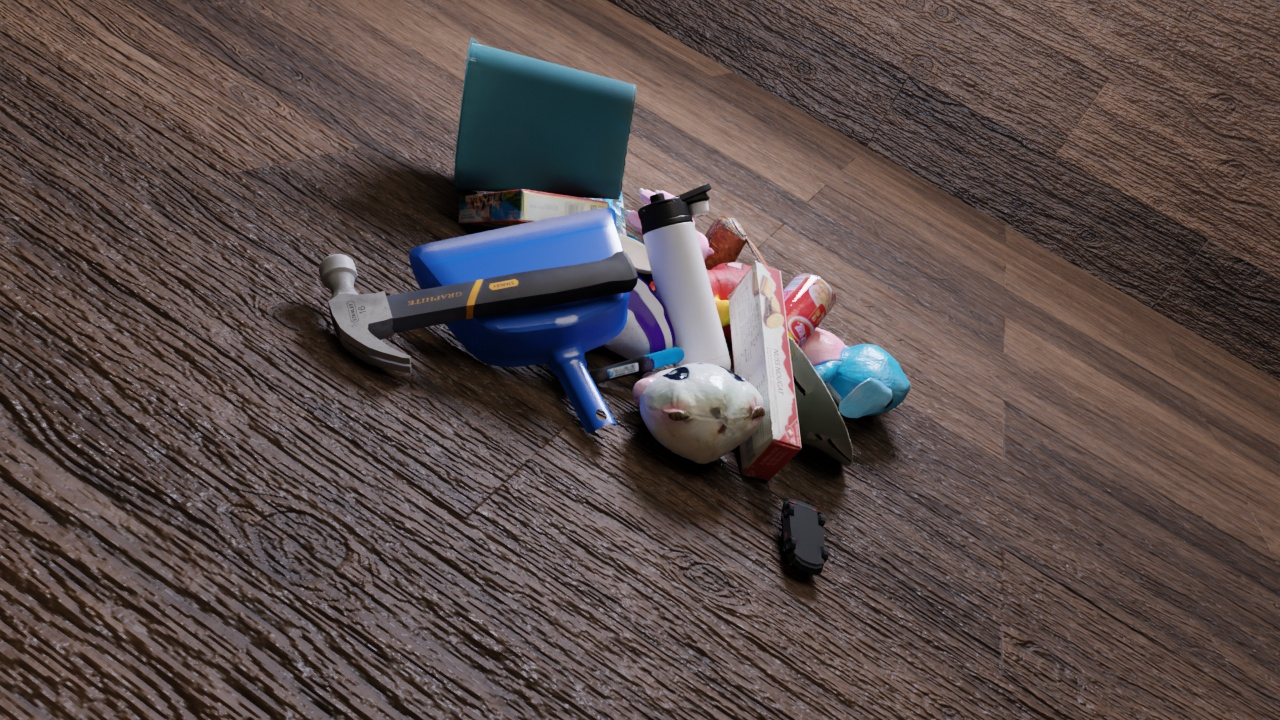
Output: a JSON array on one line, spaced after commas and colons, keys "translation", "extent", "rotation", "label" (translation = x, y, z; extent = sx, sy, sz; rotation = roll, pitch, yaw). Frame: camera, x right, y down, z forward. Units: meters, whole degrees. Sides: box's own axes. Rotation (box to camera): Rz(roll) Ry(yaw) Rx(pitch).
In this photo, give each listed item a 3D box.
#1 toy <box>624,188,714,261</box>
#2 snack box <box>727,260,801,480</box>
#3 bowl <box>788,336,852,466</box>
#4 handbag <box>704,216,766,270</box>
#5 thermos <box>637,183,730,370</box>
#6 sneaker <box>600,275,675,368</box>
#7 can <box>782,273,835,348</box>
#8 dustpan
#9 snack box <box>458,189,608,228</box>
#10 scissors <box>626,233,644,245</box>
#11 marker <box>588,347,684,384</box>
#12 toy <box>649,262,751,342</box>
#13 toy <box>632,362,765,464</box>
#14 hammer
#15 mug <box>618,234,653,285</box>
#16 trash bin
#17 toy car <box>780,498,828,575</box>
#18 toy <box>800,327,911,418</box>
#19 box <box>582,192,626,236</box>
[{"translation": [0.054, -0.202, 1.428], "extent": [0.157, 0.067, 0.123], "rotation": [42, 23, 17], "label": "toy"}, {"translation": [0.144, 0.007, 1.077], "extent": [0.044, 0.077, 0.272], "rotation": [16, 47, -18], "label": "snack box"}, {"translation": [0.186, 0.059, 1.108], "extent": [0.174, 0.068, 0.174], "rotation": [64, 0, 0], "label": "bowl"}, {"translation": [0.154, -0.135, 1.405], "extent": [0.043, 0.094, 0.195], "rotation": [-4, 46, -37], "label": "handbag"}, {"translation": [0.066, -0.093, 1.113], "extent": [0.101, 0.230, 0.069], "rotation": [-14, 1, -19], "label": "thermos"}, {"translation": [-0.073, -0.068, 1.083], "extent": [0.244, 0.092, 0.110], "rotation": [37, 36, 14], "label": "sneaker"}, {"translation": [0.201, -0.056, 1.214], "extent": [0.067, 0.067, 0.124], "rotation": [35, 55, 12], "label": "can"}, {"translation": [-0.088, -0.038, 0.979], "extent": [0.245, 0.060, 0.257], "rotation": [-16, 56, -23], "label": "dustpan"}, {"translation": [-0.141, -0.195, 1.208], "extent": [0.142, 0.040, 0.145], "rotation": [-1, 5, -43], "label": "snack box"}, {"translation": [0.026, -0.168, 1.425], "extent": [0.134, 0.016, 0.083], "rotation": [7, 30, -43], "label": "scissors"}, {"translation": [-0.006, 0.006, 1.046], "extent": [0.122, 0.018, 0.015], "rotation": [-15, 15, -23], "label": "marker"}, {"translation": [0.098, -0.086, 1.252], "extent": [0.216, 0.099, 0.147], "rotation": [10, 44, -28], "label": "toy"}, {"translation": [0.055, 0.046, 1.005], "extent": [0.138, 0.101, 0.179], "rotation": [0, 17, -21], "label": "toy"}, {"translation": [-0.154, -0.070, 0.934], "extent": [0.312, 0.035, 0.139], "rotation": [-13, 58, -20], "label": "hammer"}, {"translation": [-0.021, -0.095, 1.168], "extent": [0.112, 0.089, 0.085], "rotation": [36, 29, 15], "label": "mug"}, {"translation": [-0.127, -0.311, 1.243], "extent": [0.218, 0.199, 0.196], "rotation": [8, 12, -6], "label": "trash bin"}, {"translation": [0.162, 0.180, 0.925], "extent": [0.042, 0.036, 0.091], "rotation": [20, 38, -10], "label": "toy car"}, {"translation": [0.277, 0.011, 1.268], "extent": [0.191, 0.099, 0.223], "rotation": [24, 18, 16], "label": "toy"}, {"translation": [-0.097, -0.278, 1.433], "extent": [0.175, 0.060, 0.243], "rotation": [16, 30, -14], "label": "box"}]
